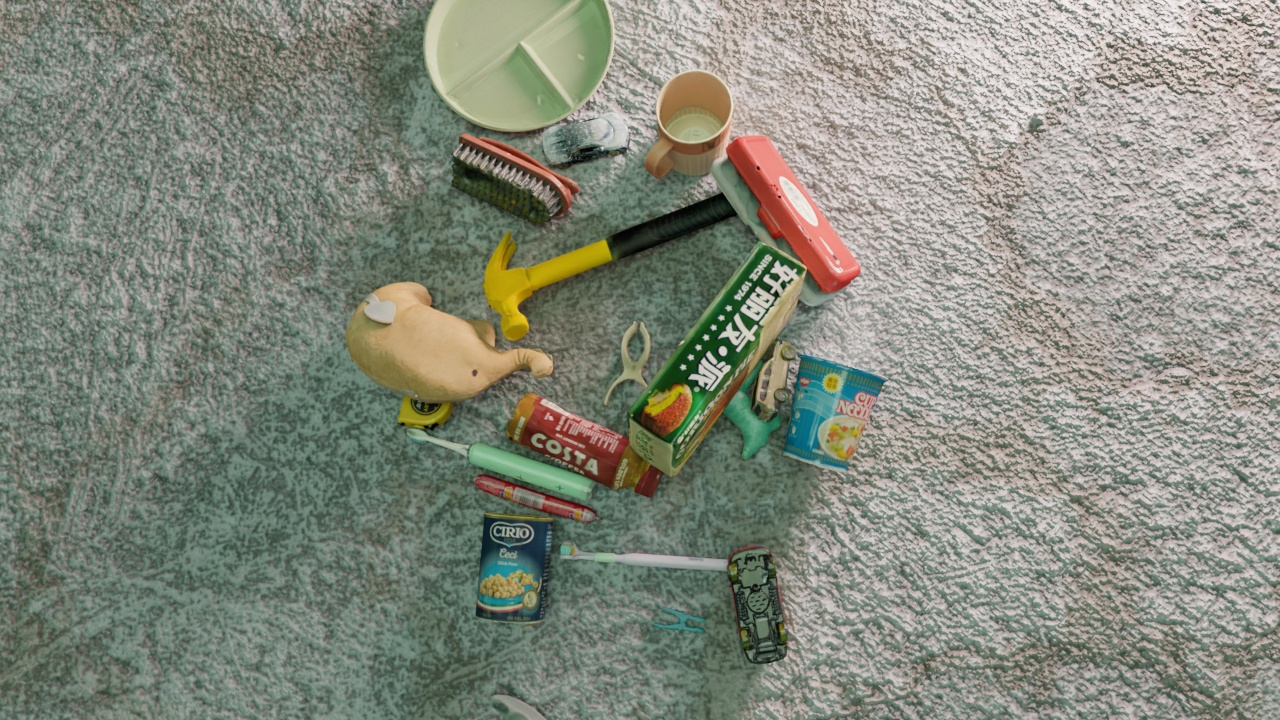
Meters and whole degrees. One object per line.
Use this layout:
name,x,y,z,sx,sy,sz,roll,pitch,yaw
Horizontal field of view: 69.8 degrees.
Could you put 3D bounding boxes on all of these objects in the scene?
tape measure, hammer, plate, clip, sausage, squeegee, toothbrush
tape measure,-0.240,0.049,1.034,0.057,0.029,0.060,7,70,4
hammer,-0.034,-0.126,1.034,0.300,0.033,0.128,-21,59,-5
plate,-0.144,-0.378,1.096,0.230,0.027,0.230,-1,81,3
clip,-0.011,0.005,1.027,0.064,0.034,0.098,9,90,4
sausage,-0.116,0.154,1.016,0.156,0.020,0.020,17,83,6
clip,0.043,0.281,0.989,0.056,0.014,0.041,12,83,7
squeegee,-0.059,0.429,0.961,0.246,0.039,0.247,35,102,14
toothbrush,-0.156,0.113,1.021,0.224,0.027,0.026,17,50,6
toothbrush,0.007,0.215,0.999,0.189,0.029,0.021,4,122,3

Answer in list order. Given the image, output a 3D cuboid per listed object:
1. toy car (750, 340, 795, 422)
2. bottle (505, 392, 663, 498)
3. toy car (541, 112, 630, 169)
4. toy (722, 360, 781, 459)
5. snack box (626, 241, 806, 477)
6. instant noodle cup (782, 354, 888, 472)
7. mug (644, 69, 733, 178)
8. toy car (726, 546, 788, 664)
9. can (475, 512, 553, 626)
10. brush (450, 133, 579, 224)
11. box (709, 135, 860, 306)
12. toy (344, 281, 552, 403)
toy car,0.143,0.019,0.989,0.035,0.042,0.090,18,65,-3
bottle,-0.059,0.095,1.001,0.175,0.057,0.057,25,83,7
toy car,-0.063,-0.258,1.070,0.105,0.031,0.049,-14,81,1
toy,0.116,0.047,1.012,0.092,0.030,0.096,43,77,7
snack box,0.080,0.000,0.954,0.063,0.114,0.239,34,73,14
instant noodle cup,0.200,0.058,0.978,0.099,0.099,0.110,16,90,6
mug,0.050,-0.250,1.023,0.081,0.106,0.114,41,86,9
toy car,0.123,0.257,0.971,0.053,0.045,0.120,-8,86,0
can,-0.134,0.221,0.979,0.075,0.075,0.111,4,82,4
brush,-0.143,-0.209,1.053,0.146,0.063,0.069,26,51,10
box,0.160,-0.155,1.023,0.068,0.090,0.201,-41,79,37
toy,-0.212,-0.007,1.005,0.226,0.083,0.143,25,55,7
